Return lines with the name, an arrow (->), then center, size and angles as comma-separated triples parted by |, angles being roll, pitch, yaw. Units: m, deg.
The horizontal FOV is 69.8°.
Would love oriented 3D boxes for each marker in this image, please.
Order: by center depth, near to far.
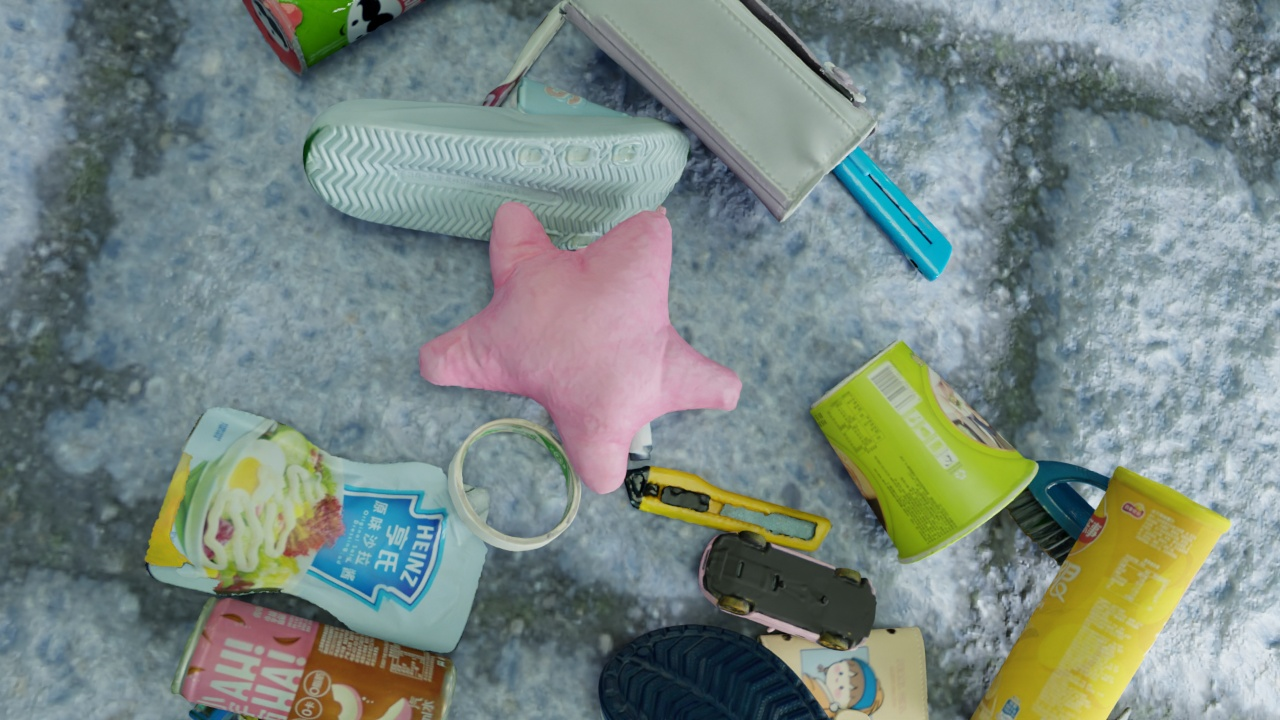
marker -> -0.004, 0.004, 0.630 | 0.022, 0.018, 0.130 | -1, 80, -23

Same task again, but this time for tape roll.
tape roll -> -0.079, 0.078, 0.584 | 0.085, 0.014, 0.085 | 15, 57, -24

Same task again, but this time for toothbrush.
toothbrush -> -0.103, -0.186, 0.642 | 0.017, 0.016, 0.187 | 32, 75, 4

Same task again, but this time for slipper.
slipper -> 0.081, 0.268, 0.561 | 0.253, 0.095, 0.104 | 41, 55, 20
slipper -> -0.088, -0.131, 0.594 | 0.245, 0.104, 0.074 | 0, 52, -22

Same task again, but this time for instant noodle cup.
instant noodle cup -> 0.183, 0.055, 0.625 | 0.111, 0.112, 0.123 | -35, 81, -17

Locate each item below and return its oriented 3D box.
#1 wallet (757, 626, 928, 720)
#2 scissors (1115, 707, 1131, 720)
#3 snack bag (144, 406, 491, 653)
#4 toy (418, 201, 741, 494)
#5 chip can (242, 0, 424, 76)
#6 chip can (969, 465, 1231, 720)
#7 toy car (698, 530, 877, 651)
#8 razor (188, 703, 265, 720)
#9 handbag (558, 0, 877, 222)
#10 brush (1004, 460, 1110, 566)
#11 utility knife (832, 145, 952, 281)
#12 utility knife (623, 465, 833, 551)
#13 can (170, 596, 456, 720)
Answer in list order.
wallet -> 0.137, 0.228, 0.621 | 0.115, 0.024, 0.087 | 0, 79, -11
scissors -> 0.285, 0.340, 0.644 | 0.234, 0.022, 0.152 | -12, 91, -22
snack bag -> -0.187, 0.105, 0.561 | 0.191, 0.039, 0.110 | 19, 71, -13
toy -> -0.024, -0.017, 0.584 | 0.194, 0.074, 0.178 | 33, 90, -4
chip can -> -0.150, -0.282, 0.618 | 0.235, 0.072, 0.072 | -38, 90, -17
chip can -> 0.296, 0.177, 0.602 | 0.072, 0.072, 0.213 | 25, 98, -8
toy car -> 0.098, 0.155, 0.615 | 0.122, 0.037, 0.056 | 21, 68, -4
razor -> -0.197, 0.237, 0.542 | 0.142, 0.022, 0.042 | 39, 39, -4
handbag -> 0.062, -0.195, 0.615 | 0.197, 0.144, 0.099 | 44, 106, 0
brush -> 0.329, 0.124, 0.655 | 0.144, 0.074, 0.055 | 44, 31, -3
utility knife -> 0.156, -0.153, 0.696 | 0.034, 0.018, 0.225 | -42, 90, -16
utility knife -> 0.061, 0.101, 0.629 | 0.156, 0.015, 0.033 | 16, 80, -10
can -> -0.184, 0.183, 0.529 | 0.147, 0.058, 0.057 | 20, 76, -14
